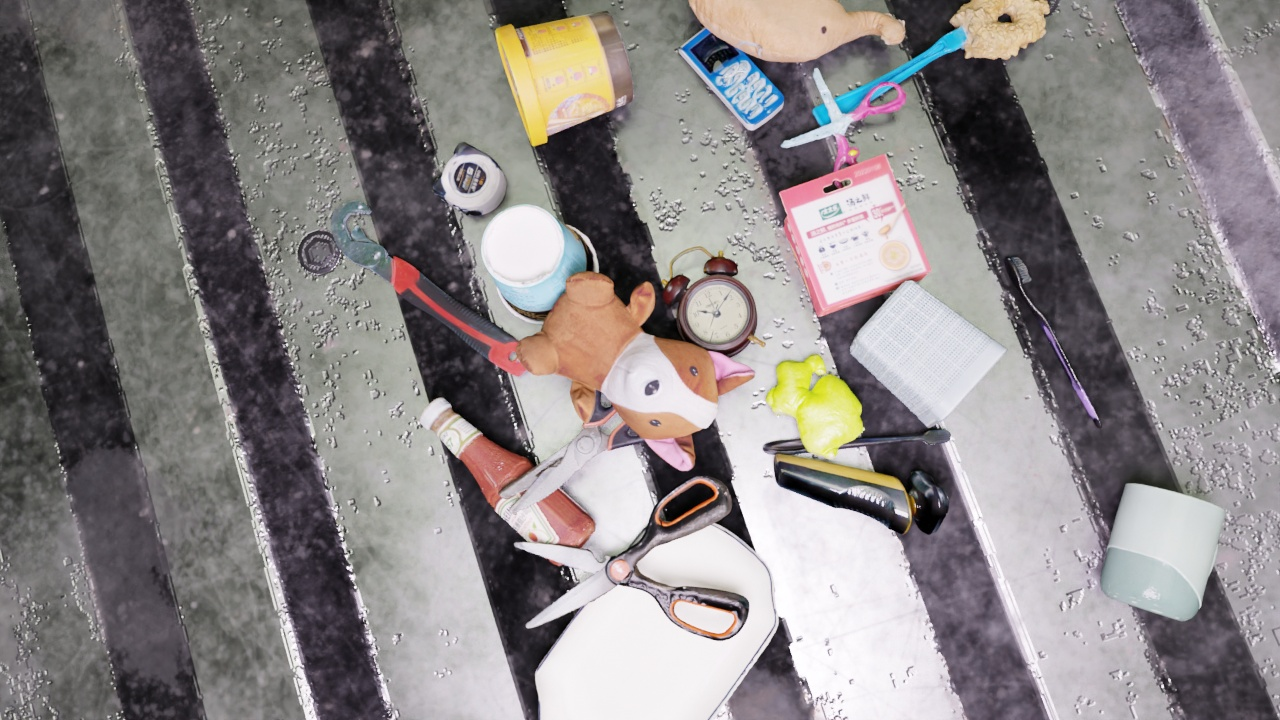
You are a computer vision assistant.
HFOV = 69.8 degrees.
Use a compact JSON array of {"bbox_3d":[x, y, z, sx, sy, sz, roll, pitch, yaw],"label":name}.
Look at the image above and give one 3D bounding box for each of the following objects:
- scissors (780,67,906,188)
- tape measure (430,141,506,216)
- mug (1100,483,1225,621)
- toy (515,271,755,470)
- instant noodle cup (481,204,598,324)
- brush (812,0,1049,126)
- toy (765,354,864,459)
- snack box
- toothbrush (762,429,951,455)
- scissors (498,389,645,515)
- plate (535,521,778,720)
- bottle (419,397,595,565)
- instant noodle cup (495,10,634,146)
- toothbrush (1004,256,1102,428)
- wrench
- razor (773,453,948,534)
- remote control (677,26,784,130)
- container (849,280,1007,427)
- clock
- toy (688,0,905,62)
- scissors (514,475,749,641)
[{"bbox_3d":[0.208,-0.237,0.930,0.135,0.017,0.133,-24,94,13],"label":"scissors"},{"bbox_3d":[-0.176,-0.186,0.962,0.066,0.033,0.065,32,88,10],"label":"tape measure"},{"bbox_3d":[0.484,0.179,0.840,0.111,0.082,0.106,20,83,-24],"label":"mug"},{"bbox_3d":[-0.005,0.005,0.856,0.199,0.130,0.140,37,96,-2],"label":"toy"},{"bbox_3d":[-0.102,-0.098,0.900,0.111,0.120,0.111,-1,83,5],"label":"instant noodle cup"},{"bbox_3d":[0.294,-0.307,0.938,0.255,0.046,0.083,-28,85,5],"label":"brush"},{"bbox_3d":[0.173,0.043,0.899,0.100,0.031,0.096,18,80,14],"label":"toy"},{"bbox_3d":[0.210,-0.123,0.915,0.113,0.044,0.127,-19,83,3],"label":"snack box"},{"bbox_3d":[0.212,0.081,0.904,0.181,0.018,0.015,-4,77,7],"label":"toothbrush"},{"bbox_3d":[-0.049,0.064,0.898,0.204,0.015,0.198,2,68,-6],"label":"scissors"},{"bbox_3d":[0.015,0.277,0.886,0.162,0.034,0.265,36,87,8],"label":"plate"},{"bbox_3d":[-0.135,0.115,0.907,0.206,0.060,0.060,41,88,8],"label":"bottle"},{"bbox_3d":[-0.075,-0.292,0.929,0.114,0.118,0.118,-19,81,-5],"label":"instant noodle cup"},{"bbox_3d":[0.407,-0.020,0.900,0.016,0.014,0.189,-24,81,-11],"label":"toothbrush"},{"bbox_3d":[-0.223,-0.073,0.961,0.273,0.016,0.056,39,88,9],"label":"wrench"},{"bbox_3d":[0.209,0.122,0.885,0.167,0.062,0.067,14,54,12],"label":"razor"},{"bbox_3d":[0.095,-0.296,0.957,0.049,0.024,0.125,-38,77,-1],"label":"remote control"},{"bbox_3d":[0.268,-0.008,0.874,0.111,0.090,0.090,42,87,11],"label":"container"},{"bbox_3d":[0.070,-0.055,0.912,0.082,0.055,0.122,-26,84,2],"label":"clock"},{"bbox_3d":[0.151,-0.355,0.928,0.226,0.083,0.143,34,72,8],"label":"toy"},{"bbox_3d":[0.004,0.196,0.857,0.227,0.022,0.220,41,82,3],"label":"scissors"}]
